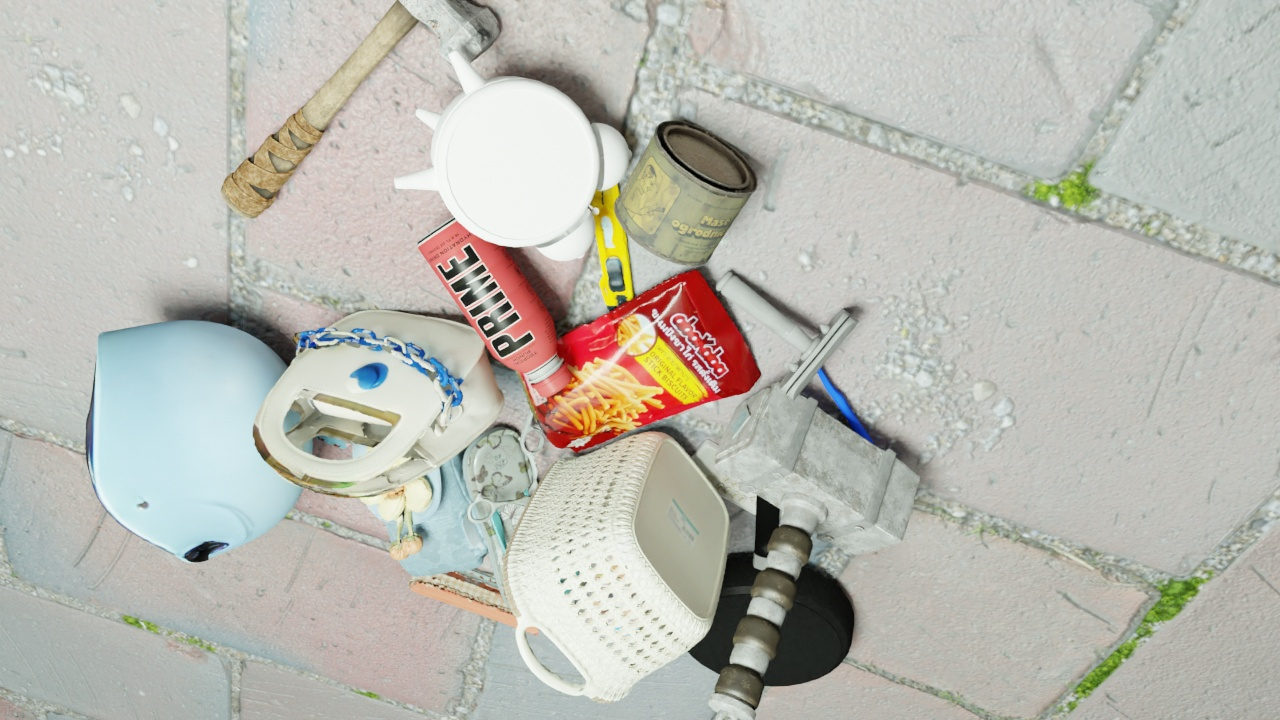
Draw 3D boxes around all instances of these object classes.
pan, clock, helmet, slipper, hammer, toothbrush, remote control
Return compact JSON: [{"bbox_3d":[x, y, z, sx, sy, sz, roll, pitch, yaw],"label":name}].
[{"bbox_3d":[0.133,0.243,0.992,0.204,0.044,0.356,4,130,10],"label":"pan"},{"bbox_3d":[-0.097,-0.155,0.717,0.160,0.073,0.125,22,101,-23],"label":"clock"},{"bbox_3d":[-0.409,0.078,0.893,0.166,0.225,0.266,-9,150,-7],"label":"helmet"},{"bbox_3d":[-0.118,0.194,0.980,0.055,0.098,0.269,18,137,47],"label":"slipper"},{"bbox_3d":[-0.253,-0.216,0.748,0.320,0.048,0.121,-33,111,32],"label":"hammer"},{"bbox_3d":[0.200,0.051,0.862,0.018,0.016,0.182,-25,117,21],"label":"toothbrush"},{"bbox_3d":[0.118,0.191,0.794,0.177,0.325,0.080,33,149,-10],"label":"hammer"},{"bbox_3d":[0.111,0.131,0.943,0.136,0.011,0.050,30,126,-10],"label":"remote control"}]

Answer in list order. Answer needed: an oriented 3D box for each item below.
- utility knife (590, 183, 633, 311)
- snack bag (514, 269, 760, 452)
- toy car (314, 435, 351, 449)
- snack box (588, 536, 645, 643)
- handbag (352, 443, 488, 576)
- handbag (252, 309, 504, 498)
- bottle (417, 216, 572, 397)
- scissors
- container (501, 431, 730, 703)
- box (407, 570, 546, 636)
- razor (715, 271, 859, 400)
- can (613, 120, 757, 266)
[{"bbox_3d":[-0.027,-0.105,0.798,0.030,0.017,0.151,-7,122,2],"label":"utility knife"},{"bbox_3d":[-0.005,0.005,0.858,0.208,0.066,0.139,-25,117,17],"label":"snack bag"},{"bbox_3d":[-0.317,0.049,0.964,0.060,0.027,0.108,24,137,-6],"label":"toy car"},{"bbox_3d":[-0.010,0.266,1.053,0.087,0.034,0.152,12,127,3],"label":"snack box"},{"bbox_3d":[-0.228,0.151,0.963,0.122,0.118,0.192,-7,119,12],"label":"handbag"},{"bbox_3d":[-0.242,0.034,0.821,0.201,0.199,0.093,9,129,24],"label":"handbag"},{"bbox_3d":[-0.121,-0.046,0.809,0.062,0.062,0.176,-27,104,27],"label":"bottle"},{"bbox_3d":[-0.111,0.132,0.946,0.141,0.014,0.175,-2,100,-30],"label":"scissors"},{"bbox_3d":[-0.013,0.181,0.862,0.143,0.245,0.184,-31,106,24],"label":"container"},{"bbox_3d":[-0.188,0.289,1.101,0.186,0.056,0.059,21,95,-6],"label":"box"},{"bbox_3d":[0.116,-0.035,0.797,0.116,0.047,0.088,38,99,2],"label":"razor"},{"bbox_3d":[0.036,-0.131,0.717,0.090,0.089,0.075,27,126,-9],"label":"can"}]
